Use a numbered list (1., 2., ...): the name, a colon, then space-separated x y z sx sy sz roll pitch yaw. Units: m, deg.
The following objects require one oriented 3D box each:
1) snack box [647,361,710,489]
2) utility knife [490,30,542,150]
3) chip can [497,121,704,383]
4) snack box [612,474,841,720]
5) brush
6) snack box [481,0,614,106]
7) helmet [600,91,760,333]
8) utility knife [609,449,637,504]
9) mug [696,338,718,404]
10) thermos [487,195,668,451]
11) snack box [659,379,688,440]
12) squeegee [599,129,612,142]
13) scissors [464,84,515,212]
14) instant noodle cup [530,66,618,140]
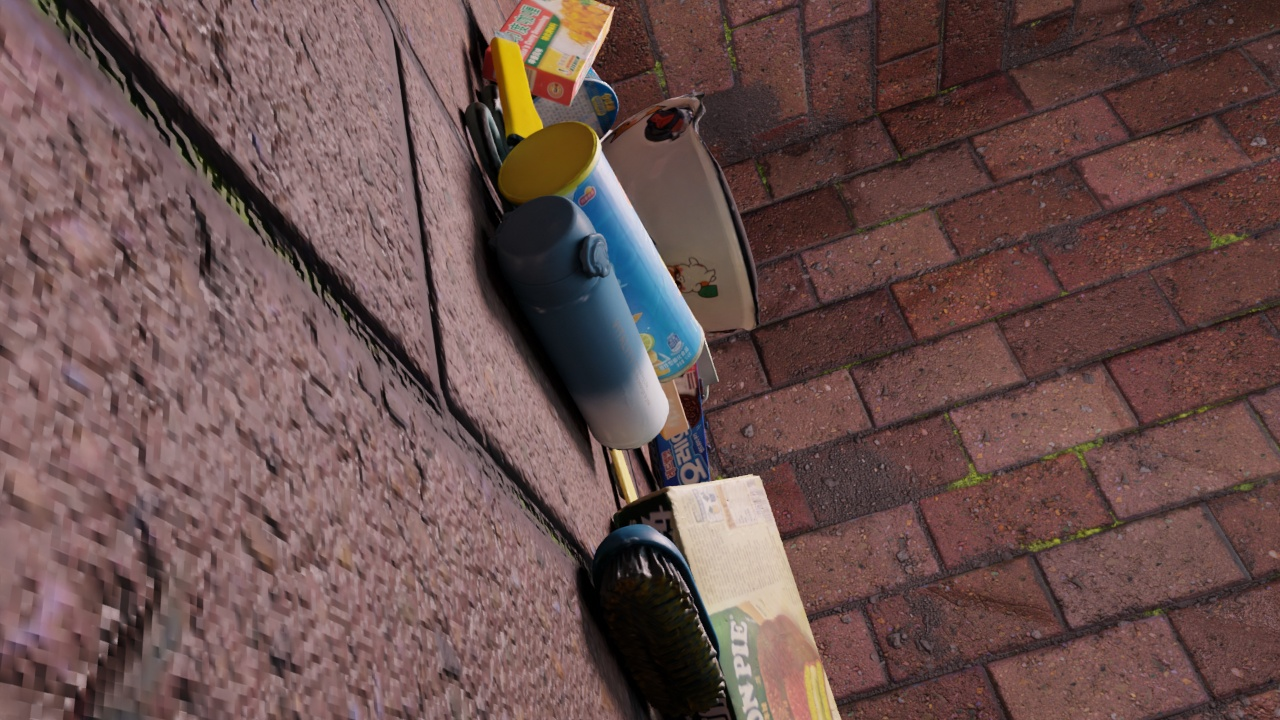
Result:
1. snack box: 0.035 0.056 0.984 0.057 0.058 0.208 -120 -163 -52
2. utility knife: -0.093 -0.199 0.680 0.033 0.015 0.170 22 38 -36
3. chip can: -0.020 -0.068 0.656 0.210 0.071 0.071 56 15 -47
4. snack box: 0.070 0.207 0.662 0.114 0.063 0.240 -2 69 -48
5. brush: 0.010 0.148 0.546 0.073 0.055 0.144 -102 172 -53
6. snack box: -0.076 -0.276 0.790 0.155 0.077 0.027 -75 -176 -46
7. helmet: 0.016 -0.129 0.884 0.273 0.157 0.230 -94 167 -57
8. utility knife: -0.012 0.095 0.736 0.031 0.022 0.212 73 2 -61
9. mug: 0.038 0.015 1.142 0.082 0.106 0.112 -102 172 -63
10. thermos: -0.034 -0.018 0.609 0.221 0.070 0.070 68 6 -54
11. snack box: -0.005 0.005 0.870 0.157 0.026 0.084 46 -22 61
12. squeegee: -0.017 -0.138 1.035 0.247 0.040 0.249 -2 75 -48
13. scissors: -0.095 -0.143 0.687 0.170 0.019 0.180 65 7 -50
14. instant noodle cup: -0.087 -0.261 0.853 0.099 0.099 0.110 62 3 -66
